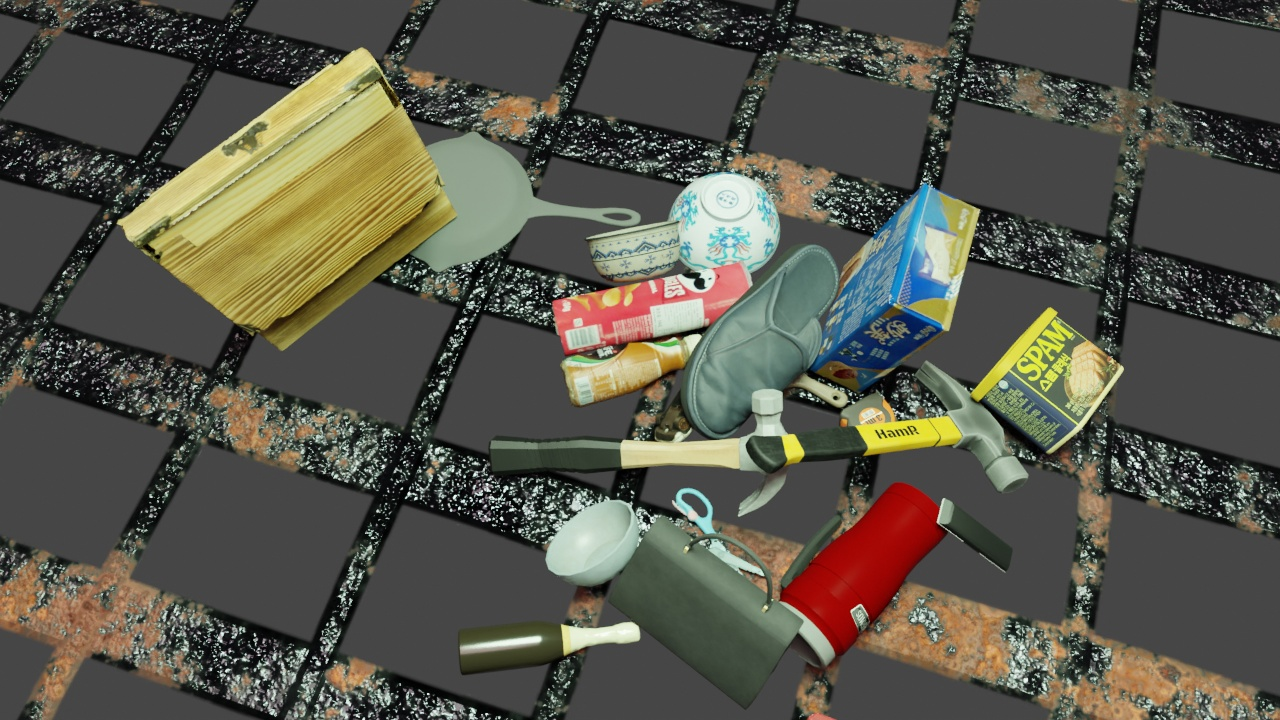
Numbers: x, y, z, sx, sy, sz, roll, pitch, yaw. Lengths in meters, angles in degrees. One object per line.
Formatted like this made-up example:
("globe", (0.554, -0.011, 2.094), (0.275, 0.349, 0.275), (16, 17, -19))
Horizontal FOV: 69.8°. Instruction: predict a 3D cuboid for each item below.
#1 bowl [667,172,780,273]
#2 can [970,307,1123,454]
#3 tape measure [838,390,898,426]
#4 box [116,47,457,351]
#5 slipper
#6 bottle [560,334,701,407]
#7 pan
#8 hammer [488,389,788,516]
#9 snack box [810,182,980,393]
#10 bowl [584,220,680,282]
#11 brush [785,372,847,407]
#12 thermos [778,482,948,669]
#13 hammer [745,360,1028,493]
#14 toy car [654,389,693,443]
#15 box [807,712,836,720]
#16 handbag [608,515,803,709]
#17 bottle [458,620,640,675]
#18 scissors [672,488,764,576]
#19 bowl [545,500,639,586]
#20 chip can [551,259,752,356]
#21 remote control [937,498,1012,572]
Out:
("bowl", (0.105, -0.182, 1.135), (0.144, 0.074, 0.143), (0, 65, 0))
("can", (0.456, 0.023, 1.026), (0.104, 0.075, 0.135), (42, 57, 15))
("tape measure", (0.261, 0.074, 1.039), (0.058, 0.038, 0.058), (-27, 54, -12))
("box", (-0.395, -0.205, 1.000), (0.279, 0.337, 0.286), (-40, 73, -11))
("slipper", (0.150, -0.024, 1.021), (0.265, 0.084, 0.109), (-50, 115, -15))
("bottle", (-0.006, 0.006, 1.059), (0.167, 0.059, 0.059), (-16, 66, -6))
("pan", (-0.177, -0.205, 1.177), (0.354, 0.024, 0.216), (7, 66, 4))
("hammer", (-0.003, 0.102, 0.996), (0.328, 0.039, 0.131), (-2, 103, 10))
("snack box", (0.274, -0.073, 1.008), (0.069, 0.203, 0.154), (23, 67, -4))
("bowl", (-0.005, -0.128, 1.098), (0.115, 0.115, 0.059), (-12, 100, -5))
("brush", (0.173, 0.015, 1.078), (0.151, 0.012, 0.038), (29, 69, 13))
("thermos", (0.218, 0.215, 0.954), (0.198, 0.084, 0.108), (-41, 42, -18))
("hammer", (0.251, 0.079, 0.968), (0.323, 0.034, 0.169), (-4, 50, -27))
("toy car", (0.058, 0.052, 1.047), (0.040, 0.048, 0.112), (45, 70, -28))
("box", (0.191, 0.425, 0.848), (0.130, 0.098, 0.157), (17, 67, 13))
("handbag", (0.072, 0.221, 0.879), (0.176, 0.196, 0.072), (35, 54, 15))
("bottle", (-0.092, 0.288, 0.941), (0.184, 0.045, 0.045), (-4, 65, -9))
("scissors", (0.067, 0.209, 0.991), (0.095, 0.015, 0.142), (-34, 64, -15))
("bowl", (-0.044, 0.198, 0.963), (0.106, 0.106, 0.039), (-39, 115, -16))
("chip can", (0.014, -0.060, 1.083), (0.233, 0.073, 0.073), (-12, 66, -4))
("remote control", (0.353, 0.184, 0.959), (0.124, 0.012, 0.028), (35, 64, -27))
